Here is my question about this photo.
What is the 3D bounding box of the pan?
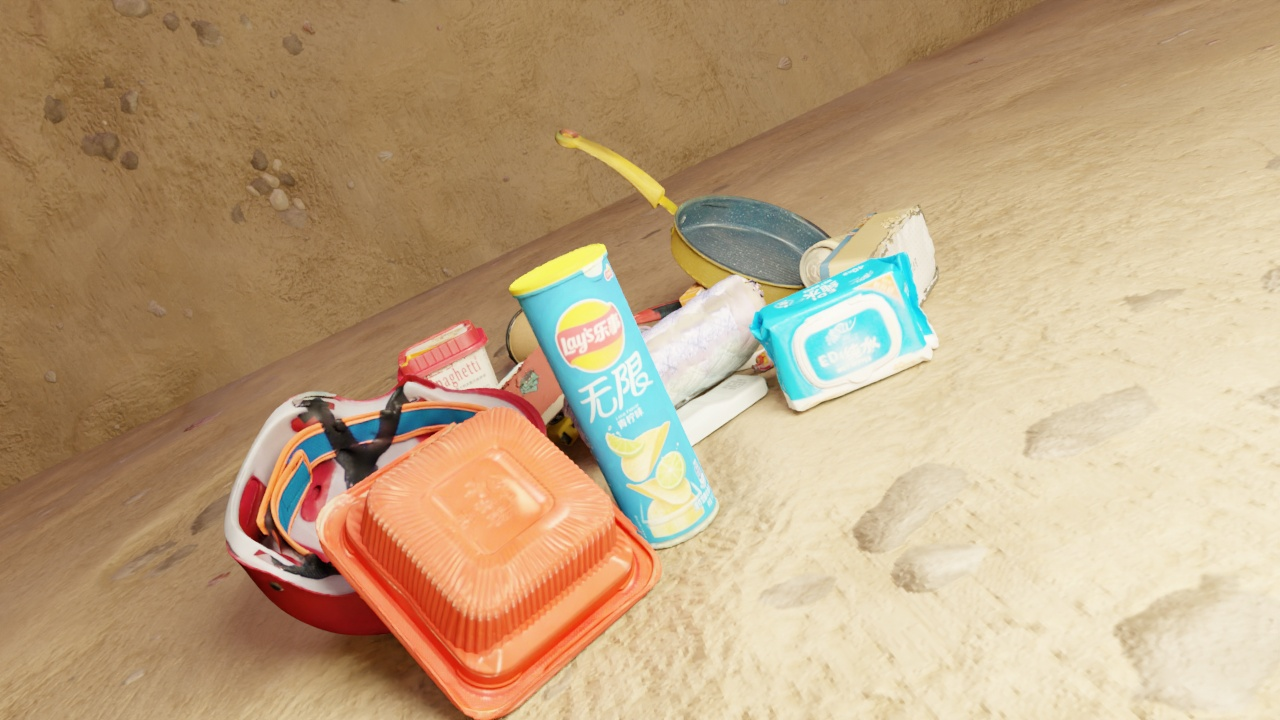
[{"bbox_3d":[0.061,-0.168,1.038,0.357,0.078,0.197,21,34,8],"label":"pan"}]

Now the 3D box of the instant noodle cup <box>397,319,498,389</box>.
[{"bbox_3d":[-0.223,0.030,1.123,0.116,0.124,0.116,-28,15,-7],"label":"instant noodle cup"}]

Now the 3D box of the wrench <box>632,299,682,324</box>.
[{"bbox_3d":[0.072,-0.076,1.118,0.056,0.016,0.272,-4,12,40],"label":"wrench"}]

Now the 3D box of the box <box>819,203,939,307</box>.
[{"bbox_3d":[0.227,-0.080,0.863,0.060,0.090,0.183,-8,19,36],"label":"box"}]

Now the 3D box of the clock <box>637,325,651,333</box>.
[{"bbox_3d":[-0.006,0.006,0.991,0.159,0.060,0.117,-13,20,31],"label":"clock"}]

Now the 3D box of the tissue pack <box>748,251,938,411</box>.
[{"bbox_3d":[0.168,-0.022,0.758,0.140,0.090,0.063,-23,16,5],"label":"tissue pack"}]

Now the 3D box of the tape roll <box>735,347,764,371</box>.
[{"bbox_3d":[0.116,-0.014,0.953,0.086,0.014,0.085,-23,15,7],"label":"tape roll"}]

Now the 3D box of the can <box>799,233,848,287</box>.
[{"bbox_3d":[0.221,-0.104,0.963,0.059,0.058,0.116,-9,8,45],"label":"can"}]

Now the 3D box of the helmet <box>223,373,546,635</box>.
[{"bbox_3d":[-0.185,0.122,0.721,0.240,0.144,0.206,-9,39,-6],"label":"helmet"}]

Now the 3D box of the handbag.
[{"bbox_3d":[0.024,0.008,0.845,0.193,0.075,0.134,-36,-11,-18],"label":"handbag"}]

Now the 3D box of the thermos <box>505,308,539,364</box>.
[{"bbox_3d":[-0.114,-0.025,1.221,0.092,0.093,0.143,-34,26,-29],"label":"thermos"}]

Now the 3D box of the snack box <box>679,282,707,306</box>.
[{"bbox_3d":[0.097,-0.069,1.048,0.026,0.075,0.153,-16,18,33],"label":"snack box"}]

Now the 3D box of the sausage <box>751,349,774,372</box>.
[{"bbox_3d":[0.167,-0.029,0.917,0.155,0.020,0.020,-33,17,-27],"label":"sausage"}]

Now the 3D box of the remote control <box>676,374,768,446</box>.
[{"bbox_3d":[0.055,0.049,0.821,0.124,0.024,0.049,-31,17,-25],"label":"remote control"}]

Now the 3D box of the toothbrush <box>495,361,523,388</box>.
[{"bbox_3d":[-0.191,0.069,1.067,0.018,0.016,0.191,11,53,49],"label":"toothbrush"}]

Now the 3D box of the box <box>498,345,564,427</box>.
[{"bbox_3d":[-0.119,0.039,0.902,0.168,0.076,0.091,-46,1,-4],"label":"box"}]

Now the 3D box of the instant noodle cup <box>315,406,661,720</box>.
[{"bbox_3d":[-0.096,0.107,0.585,0.189,0.079,0.164,39,54,23],"label":"instant noodle cup"}]

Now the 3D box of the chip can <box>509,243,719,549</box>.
[{"bbox_3d":[-0.015,0.027,0.647,0.071,0.210,0.071,-23,15,6],"label":"chip can"}]

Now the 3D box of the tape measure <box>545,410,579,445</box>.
[{"bbox_3d":[-0.075,0.063,0.954,0.057,0.029,0.060,-55,28,-18],"label":"tape measure"}]
